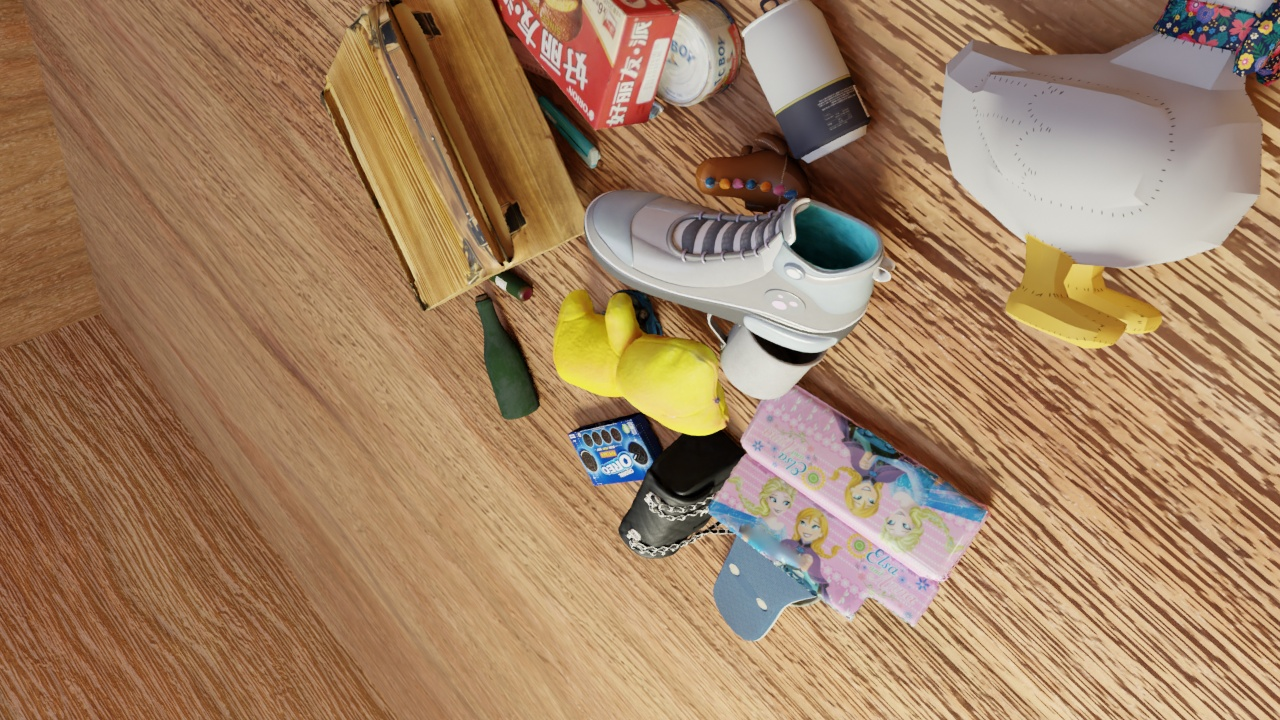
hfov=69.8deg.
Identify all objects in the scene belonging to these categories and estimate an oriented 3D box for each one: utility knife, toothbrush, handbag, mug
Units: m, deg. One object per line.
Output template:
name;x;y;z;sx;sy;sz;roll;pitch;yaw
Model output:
utility knife;-0.099;-0.270;0.997;0.169;0.015;0.022;48;143;20
toothbrush;-0.061;-0.282;0.914;0.223;0.026;0.027;32;165;33
handbag;0.053;0.162;1.020;0.114;0.124;0.154;46;142;17
mug;0.109;-0.019;0.850;0.113;0.084;0.071;19;144;-10

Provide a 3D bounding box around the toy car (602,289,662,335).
toy car;-0.002;-0.025;1.024;0.056;0.043;0.120;16;128;43

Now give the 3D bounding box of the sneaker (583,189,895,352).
sneaker;0.071;-0.101;0.746;0.257;0.093;0.160;22;163;7

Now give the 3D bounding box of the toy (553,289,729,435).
toy;-0.005;0.005;0.924;0.194;0.087;0.134;25;152;30

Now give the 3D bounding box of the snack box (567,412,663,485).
snack box;-0.029;0.115;1.166;0.151;0.027;0.082;-18;100;53

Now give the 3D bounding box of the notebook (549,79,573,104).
notebook;-0.057;-0.354;0.891;0.141;0.008;0.209;17;126;43

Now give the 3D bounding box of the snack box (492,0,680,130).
snack box;-0.063;-0.324;0.824;0.236;0.060;0.113;54;145;28

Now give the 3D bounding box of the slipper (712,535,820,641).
slipper;0.154;0.218;0.999;0.118;0.060;0.296;49;145;20

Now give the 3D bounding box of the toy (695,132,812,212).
toy;0.096;-0.148;0.772;0.103;0.090;0.071;-117;29;-58

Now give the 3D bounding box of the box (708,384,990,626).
box;0.181;0.139;0.854;0.230;0.035;0.159;35;97;30

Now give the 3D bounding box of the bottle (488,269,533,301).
bottle;-0.181;-0.109;1.193;0.106;0.025;0.025;34;137;30

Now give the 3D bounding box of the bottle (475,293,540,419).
bottle;-0.188;-0.008;1.249;0.055;0.055;0.174;2;114;49

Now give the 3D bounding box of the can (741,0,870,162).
can;0.127;-0.224;0.717;0.064;0.064;0.127;-19;99;53

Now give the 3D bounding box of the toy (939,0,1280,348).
toy;0.288;-0.145;0.531;0.247;0.140;0.268;25;115;40

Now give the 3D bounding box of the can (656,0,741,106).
can;0.043;-0.270;0.803;0.086;0.043;0.086;29;135;33

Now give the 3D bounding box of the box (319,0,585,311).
box;-0.198;-0.217;0.961;0.279;0.175;0.247;67;163;-8
